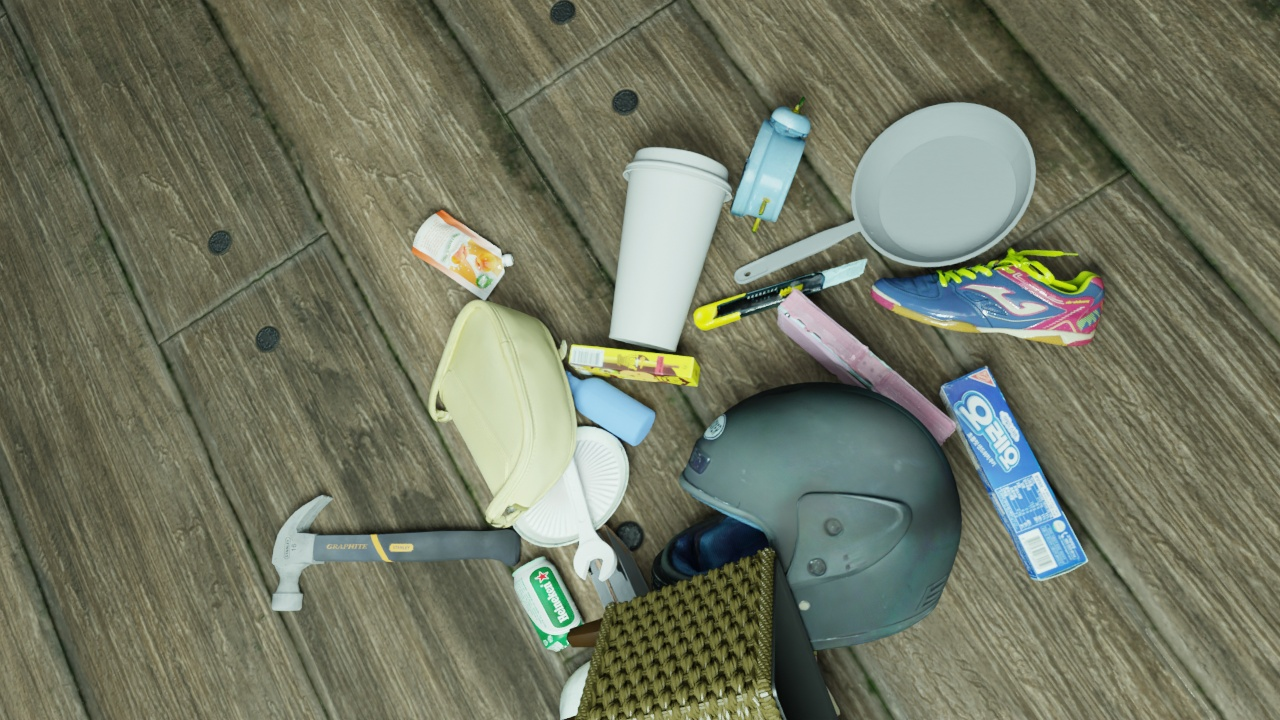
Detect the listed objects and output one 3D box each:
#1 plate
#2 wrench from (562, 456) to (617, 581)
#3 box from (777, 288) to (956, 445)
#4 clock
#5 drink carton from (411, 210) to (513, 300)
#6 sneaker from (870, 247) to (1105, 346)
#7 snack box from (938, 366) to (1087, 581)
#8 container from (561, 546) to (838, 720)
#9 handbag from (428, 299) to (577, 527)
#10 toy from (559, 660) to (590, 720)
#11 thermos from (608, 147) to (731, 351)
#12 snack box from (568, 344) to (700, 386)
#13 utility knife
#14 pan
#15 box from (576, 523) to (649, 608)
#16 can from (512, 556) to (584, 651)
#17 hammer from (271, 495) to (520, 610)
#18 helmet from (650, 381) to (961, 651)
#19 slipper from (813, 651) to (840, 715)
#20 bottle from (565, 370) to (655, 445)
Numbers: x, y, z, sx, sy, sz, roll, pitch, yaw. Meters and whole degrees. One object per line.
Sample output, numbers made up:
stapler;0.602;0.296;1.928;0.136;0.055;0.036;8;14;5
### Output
plate;-0.084;0.147;1.070;0.157;0.014;0.156;-15;49;18
wrench;-0.080;0.131;1.053;0.047;0.009;0.273;-28;52;10
box;0.246;0.015;1.023;0.233;0.098;0.037;43;84;15
clock;0.156;-0.237;1.083;0.060;0.118;0.162;21;89;3
drink carton;-0.228;-0.136;1.184;0.122;0.039;0.069;34;87;10
sneaker;0.382;-0.082;1.018;0.242;0.116;0.091;9;108;9
snack box;0.397;0.121;0.987;0.059;0.059;0.226;-26;74;9
container;0.064;0.358;0.800;0.205;0.176;0.321;-16;111;16
handbag;-0.158;0.056;1.078;0.191;0.088;0.232;-52;53;24
toy;-0.028;0.401;0.976;0.139;0.101;0.179;-7;56;21
thermos;0.026;-0.127;1.087;0.131;0.131;0.222;12;88;13
snack box;-0.006;0.006;1.090;0.149;0.061;0.025;6;79;13
utility knife;0.163;-0.079;1.075;0.213;0.020;0.028;-18;75;19
pan;0.276;-0.166;1.072;0.357;0.050;0.200;-26;63;20
box;-0.009;0.271;0.979;0.063;0.081;0.216;-32;40;0
can;-0.105;0.281;1.056;0.053;0.053;0.101;-32;74;3
hammer;-0.297;0.234;1.116;0.313;0.035;0.139;-2;76;11
helmet;0.155;0.144;0.927;0.316;0.249;0.236;-10;98;3
slipper;0.169;0.357;0.975;0.081;0.093;0.197;14;79;-7
bottle;-0.048;0.049;1.096;0.131;0.048;0.048;31;85;16
